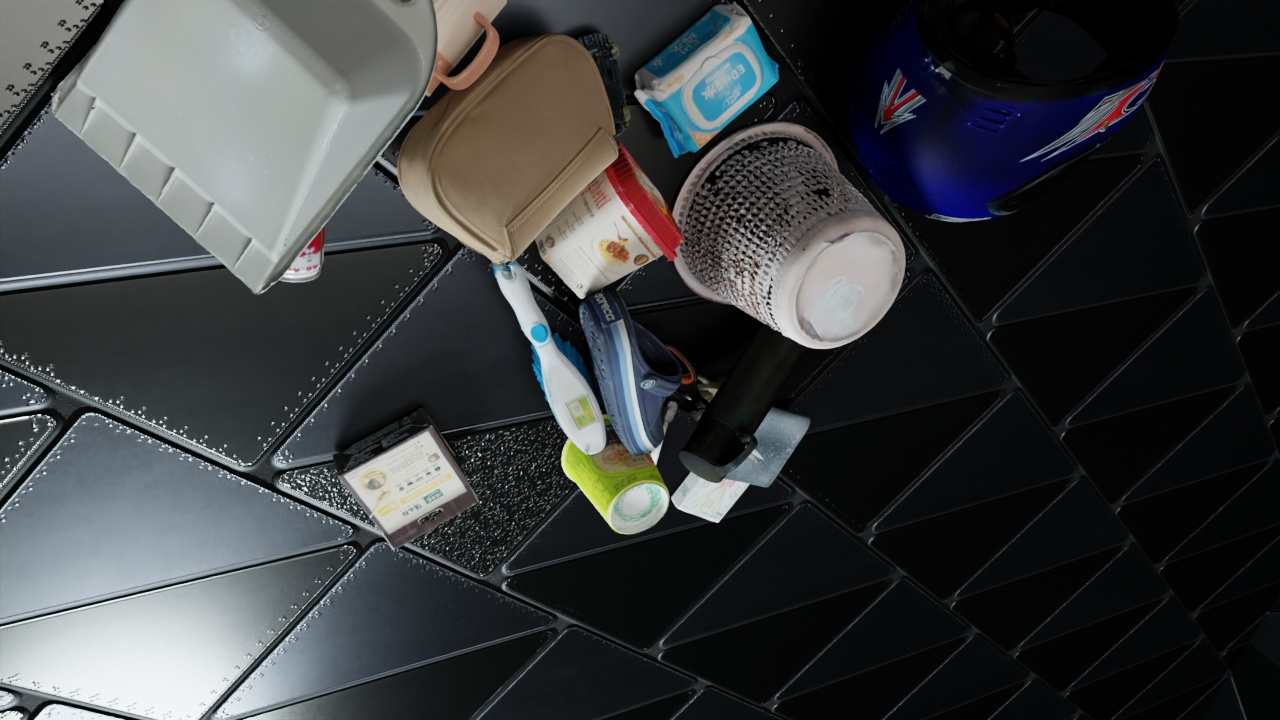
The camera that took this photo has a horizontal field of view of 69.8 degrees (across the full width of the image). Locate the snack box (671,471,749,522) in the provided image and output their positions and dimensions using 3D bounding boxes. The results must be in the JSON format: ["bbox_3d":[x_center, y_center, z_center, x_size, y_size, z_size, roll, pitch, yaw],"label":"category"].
[{"bbox_3d":[0.120,0.150,1.264,0.084,0.027,0.157,26,108,-38],"label":"snack box"}]

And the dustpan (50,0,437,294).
[{"bbox_3d":[-0.291,-0.230,0.730,0.222,0.142,0.258,43,124,-8],"label":"dustpan"}]

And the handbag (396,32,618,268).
[{"bbox_3d":[-0.116,-0.192,0.826,0.204,0.100,0.148,-48,127,-18],"label":"handbag"}]

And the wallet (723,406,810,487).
[{"bbox_3d":[0.163,0.115,1.234,0.097,0.019,0.121,16,112,-33],"label":"wallet"}]

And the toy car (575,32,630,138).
[{"bbox_3d":[-0.042,-0.265,0.893,0.049,0.031,0.106,-22,127,-13],"label":"toy car"}]

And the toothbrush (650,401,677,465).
[{"bbox_3d":[0.020,0.115,1.165,0.016,0.016,0.181,16,135,-1],"label":"toothbrush"}]

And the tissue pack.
[{"bbox_3d":[0.067,-0.280,0.919,0.140,0.063,0.090,-40,131,1],"label":"tissue pack"}]

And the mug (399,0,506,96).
[{"bbox_3d":[-0.166,-0.281,0.767,0.106,0.114,0.081,-47,159,5],"label":"mug"}]

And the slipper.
[{"bbox_3d":[-0.006,0.006,1.013,0.095,0.105,0.253,-20,144,-4],"label":"slipper"}]

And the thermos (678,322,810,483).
[{"bbox_3d":[0.141,0.035,1.088,0.068,0.090,0.242,51,62,-33],"label":"thermos"}]

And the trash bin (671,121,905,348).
[{"bbox_3d":[0.171,-0.121,1.000,0.227,0.192,0.228,-14,127,-19],"label":"trash bin"}]

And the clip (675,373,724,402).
[{"bbox_3d":[0.090,0.041,1.169,0.100,0.035,0.075,-1,121,-30],"label":"clip"}]

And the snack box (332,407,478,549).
[{"bbox_3d":[-0.262,0.133,1.034,0.113,0.053,0.126,-29,131,-8],"label":"snack box"}]

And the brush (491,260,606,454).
[{"bbox_3d":[-0.099,-0.011,0.987,0.060,0.109,0.315,-24,127,-3],"label":"brush"}]

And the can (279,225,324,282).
[{"bbox_3d":[-0.311,-0.140,0.823,0.053,0.053,0.133,-3,122,-26],"label":"can"}]

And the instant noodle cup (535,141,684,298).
[{"bbox_3d":[-0.038,-0.138,0.938,0.124,0.116,0.116,-34,132,13],"label":"instant noodle cup"}]

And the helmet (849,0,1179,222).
[{"bbox_3d":[0.373,-0.277,0.971,0.315,0.247,0.241,-22,156,-17],"label":"helmet"}]

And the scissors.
[{"bbox_3d":[0.061,0.064,1.135,0.139,0.021,0.235,-17,122,19],"label":"scissors"}]

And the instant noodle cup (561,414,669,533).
[{"bbox_3d":[-0.024,0.144,1.120,0.111,0.123,0.112,-14,126,-20],"label":"instant noodle cup"}]
